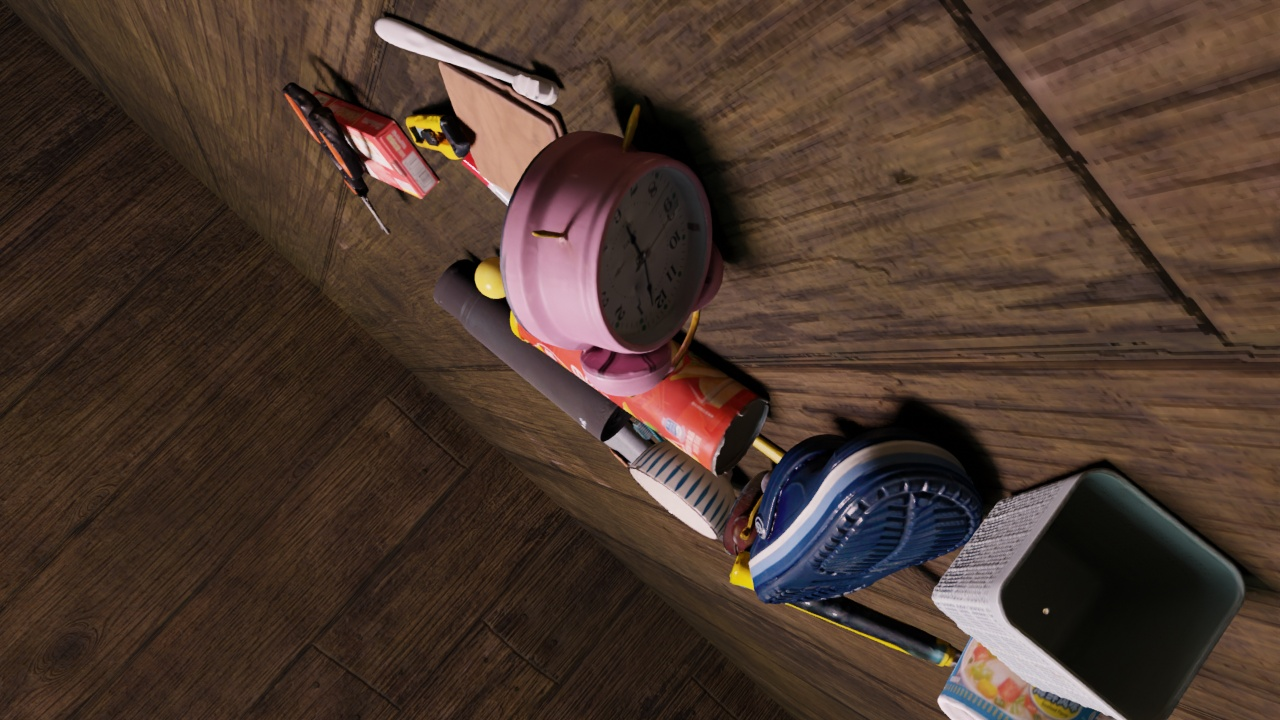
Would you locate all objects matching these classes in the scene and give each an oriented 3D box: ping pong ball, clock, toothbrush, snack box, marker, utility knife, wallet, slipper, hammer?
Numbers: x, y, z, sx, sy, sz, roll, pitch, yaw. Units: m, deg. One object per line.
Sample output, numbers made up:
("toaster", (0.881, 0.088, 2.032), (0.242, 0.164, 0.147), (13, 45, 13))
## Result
("ping pong ball", (-0.140, -0.080, 0.887), (0.040, 0.040, 0.040), (38, 166, 11))
("clock", (0.113, 0.139, 0.804), (0.055, 0.082, 0.122), (28, 162, 29))
("toothbrush", (-0.113, -0.184, 0.554), (0.180, 0.016, 0.016), (31, -160, 35))
("snack box", (-0.253, -0.201, 0.850), (0.153, 0.025, 0.075), (28, 160, 41))
("marker", (-0.077, -0.105, 0.700), (0.145, 0.017, 0.017), (43, 166, -10))
("utility knife", (-0.156, -0.168, 0.686), (0.176, 0.015, 0.033), (31, 150, 62))
("wallet", (-0.081, -0.140, 0.605), (0.101, 0.020, 0.115), (34, 162, 24))
("wallet", (-0.013, 0.111, 1.136), (0.129, 0.037, 0.107), (43, 165, -7))
("slipper", (0.138, 0.099, 0.615), (0.253, 0.105, 0.095), (108, 154, -60))
("toothbrush", (0.089, 0.066, 0.778), (0.190, 0.016, 0.016), (35, 165, 23))
("toothbrush", (0.051, 0.128, 1.060), (0.191, 0.018, 0.016), (49, 165, -27))
("hammer", (0.225, 0.229, 0.730), (0.323, 0.031, 0.126), (21, 163, 11))
("clock", (-0.006, -0.047, 0.497), (0.060, 0.117, 0.158), (17, 153, 33))

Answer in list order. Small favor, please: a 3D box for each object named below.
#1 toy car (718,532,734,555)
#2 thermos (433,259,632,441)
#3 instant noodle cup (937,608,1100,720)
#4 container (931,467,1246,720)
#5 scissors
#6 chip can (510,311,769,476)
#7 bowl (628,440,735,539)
("toy car", (0.099, 0.184, 1.045), (0.120, 0.045, 0.053), (51, 166, -17))
("thermos", (-0.106, -0.014, 0.964), (0.242, 0.068, 0.090), (38, -179, 18))
("instant noodle cup", (0.239, 0.185, 0.555), (0.099, 0.109, 0.099), (39, 166, 11))
("container", (0.215, 0.117, 0.466), (0.090, 0.090, 0.111), (40, 169, 6))
("scissors", (-0.284, -0.189, 0.881), (0.139, 0.021, 0.235), (51, 168, -5))
("chip can", (-0.004, 0.004, 0.728), (0.217, 0.073, 0.073), (34, 164, 23))
("bowl", (0.052, 0.123, 0.943), (0.116, 0.066, 0.116), (37, 166, 11))
